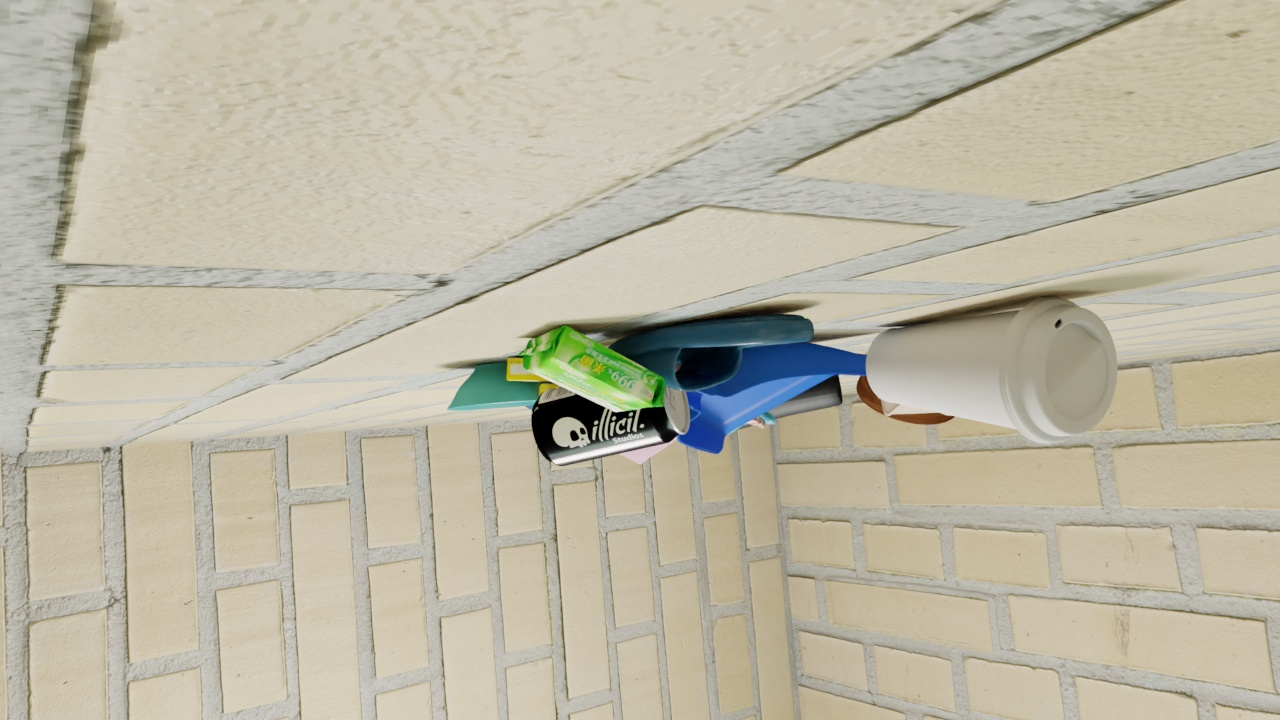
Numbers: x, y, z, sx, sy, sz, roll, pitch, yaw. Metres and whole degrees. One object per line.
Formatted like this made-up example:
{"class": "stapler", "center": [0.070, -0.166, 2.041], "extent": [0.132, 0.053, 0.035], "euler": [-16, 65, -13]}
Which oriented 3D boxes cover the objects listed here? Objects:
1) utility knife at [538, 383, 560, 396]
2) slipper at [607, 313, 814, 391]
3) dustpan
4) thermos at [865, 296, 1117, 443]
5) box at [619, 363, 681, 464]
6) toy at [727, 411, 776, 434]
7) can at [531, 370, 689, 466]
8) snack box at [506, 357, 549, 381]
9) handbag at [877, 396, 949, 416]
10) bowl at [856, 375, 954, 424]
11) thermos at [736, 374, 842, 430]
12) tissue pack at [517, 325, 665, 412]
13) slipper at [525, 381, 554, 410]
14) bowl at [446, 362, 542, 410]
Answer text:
{"class": "utility knife", "center": [-0.037, 0.038, 1.052], "extent": [0.029, 0.020, 0.197], "euler": [1, 178, 42]}
{"class": "slipper", "center": [0.058, -0.004, 0.808], "extent": [0.214, 0.059, 0.103], "euler": [-11, 176, 42]}
{"class": "dustpan", "center": [0.096, 0.032, 1.038], "extent": [0.257, 0.059, 0.246], "euler": [20, 141, -37]}
{"class": "thermos", "center": [0.329, 0.007, 0.897], "extent": [0.131, 0.131, 0.222], "euler": [-2, -178, -29]}
{"class": "box", "center": [0.023, 0.072, 1.229], "extent": [0.098, 0.041, 0.234], "euler": [26, 145, -16]}
{"class": "toy", "center": [0.110, 0.070, 1.295], "extent": [0.183, 0.114, 0.180], "euler": [23, 174, 34]}
{"class": "can", "center": [-0.031, 0.055, 0.927], "extent": [0.146, 0.080, 0.080], "euler": [-14, 172, 19]}
{"class": "snack box", "center": [-0.072, 0.011, 1.007], "extent": [0.075, 0.025, 0.152], "euler": [0, 178, 29]}
{"class": "handbag", "center": [0.430, 0.006, 1.186], "extent": [0.194, 0.101, 0.198], "euler": [-4, 163, -15]}
{"class": "bowl", "center": [0.393, 0.025, 1.327], "extent": [0.147, 0.069, 0.147], "euler": [5, -152, -3]}
{"class": "thermos", "center": [0.195, 0.052, 1.416], "extent": [0.219, 0.105, 0.105], "euler": [-12, 174, 18]}
{"class": "tissue pack", "center": [-0.043, 0.010, 0.788], "extent": [0.114, 0.034, 0.100], "euler": [26, 166, -18]}
{"class": "slipper", "center": [-0.074, 0.050, 1.132], "extent": [0.214, 0.059, 0.104], "euler": [17, 165, 4]}
{"class": "bowl", "center": [-0.158, 0.028, 1.033], "extent": [0.121, 0.046, 0.121], "euler": [-5, 175, -1]}
